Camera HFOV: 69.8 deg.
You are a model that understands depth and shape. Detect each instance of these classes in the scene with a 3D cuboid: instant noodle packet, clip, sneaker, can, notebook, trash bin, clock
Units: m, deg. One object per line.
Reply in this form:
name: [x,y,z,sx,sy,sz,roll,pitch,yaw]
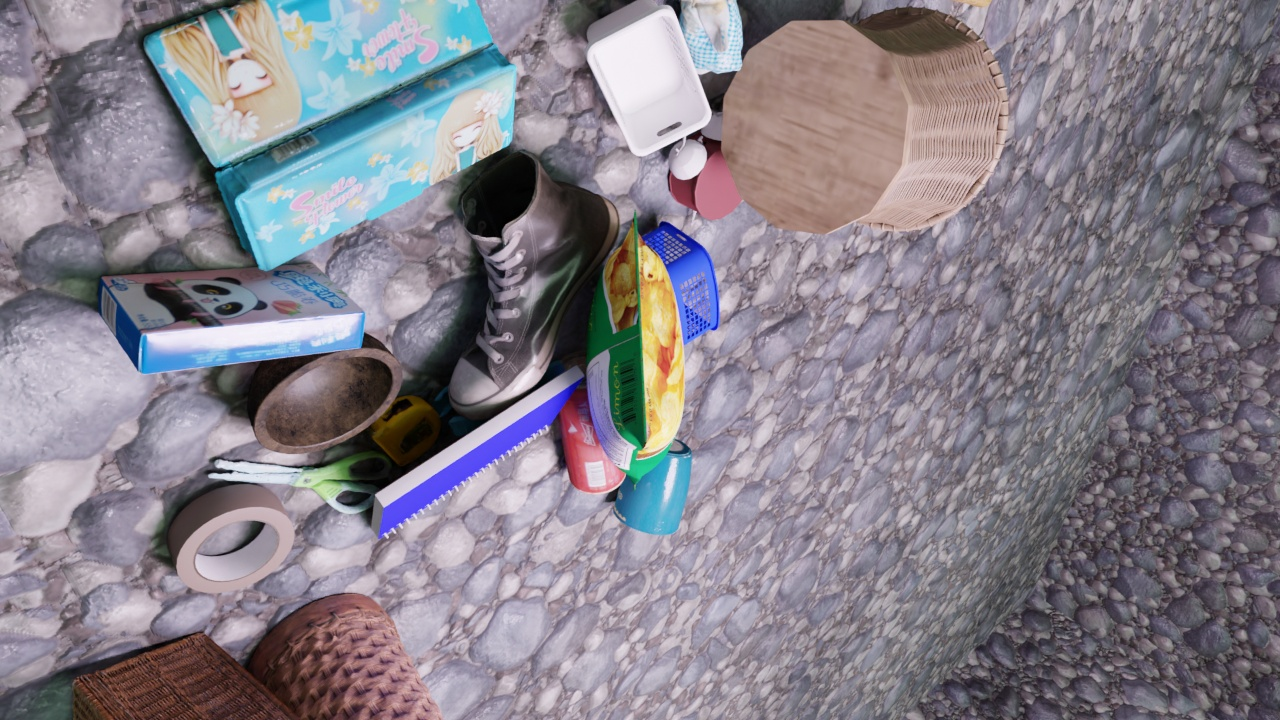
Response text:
instant noodle packet: [-0.005,0.005,0.848,0.090,0.195,0.253,-2,164,-3]
clip: [-0.128,0.032,0.867,0.126,0.113,0.028,-27,133,-13]
sneaker: [-0.121,-0.062,0.800,0.235,0.095,0.119,-55,141,6]
can: [-0.054,0.071,0.995,0.067,0.067,0.170,-32,138,-27]
notebook: [-0.158,0.090,0.864,0.208,0.022,0.172,-34,173,-25]
trash bin: [-0.260,0.345,0.870,0.151,0.210,0.151,-28,137,-30]
clock: [0.070,-0.198,0.937,0.087,0.044,0.125,-42,142,-16]

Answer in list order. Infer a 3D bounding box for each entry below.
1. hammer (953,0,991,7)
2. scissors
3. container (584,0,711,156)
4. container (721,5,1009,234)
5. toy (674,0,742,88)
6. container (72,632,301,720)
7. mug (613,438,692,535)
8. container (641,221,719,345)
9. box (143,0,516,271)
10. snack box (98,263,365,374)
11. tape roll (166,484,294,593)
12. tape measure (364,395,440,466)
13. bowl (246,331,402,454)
hammer: [0.318,-0.412,1.000,0.329,0.132,0.033,-20,131,-51]
scissors: [-0.294,0.098,0.805,0.175,0.033,0.072,17,109,-55]
container: [0.004,-0.251,0.800,0.081,0.049,0.129,-25,142,6]
container: [0.211,-0.227,0.890,0.195,0.227,0.227,-20,132,-48]
toy: [0.052,-0.329,0.800,0.105,0.130,0.206,10,144,-6]
container: [-0.365,0.329,0.756,0.112,0.199,0.114,-21,131,-51]
mug: [0.024,0.145,1.141,0.112,0.084,0.104,-37,144,-69]
container: [0.030,-0.075,0.950,0.058,0.096,0.114,-32,138,-20]
box: [-0.196,-0.179,0.648,0.226,0.074,0.181,-34,140,-24]
snack box: [-0.284,-0.033,0.647,0.153,0.088,0.033,-10,126,-43]
tape roll: [-0.342,0.149,0.768,0.093,0.030,0.094,-25,138,-25]
tape measure: [-0.214,0.064,0.848,0.058,0.030,0.068,-41,142,-13]
bowl: [-0.258,0.014,0.732,0.121,0.056,0.121,-31,154,-17]
